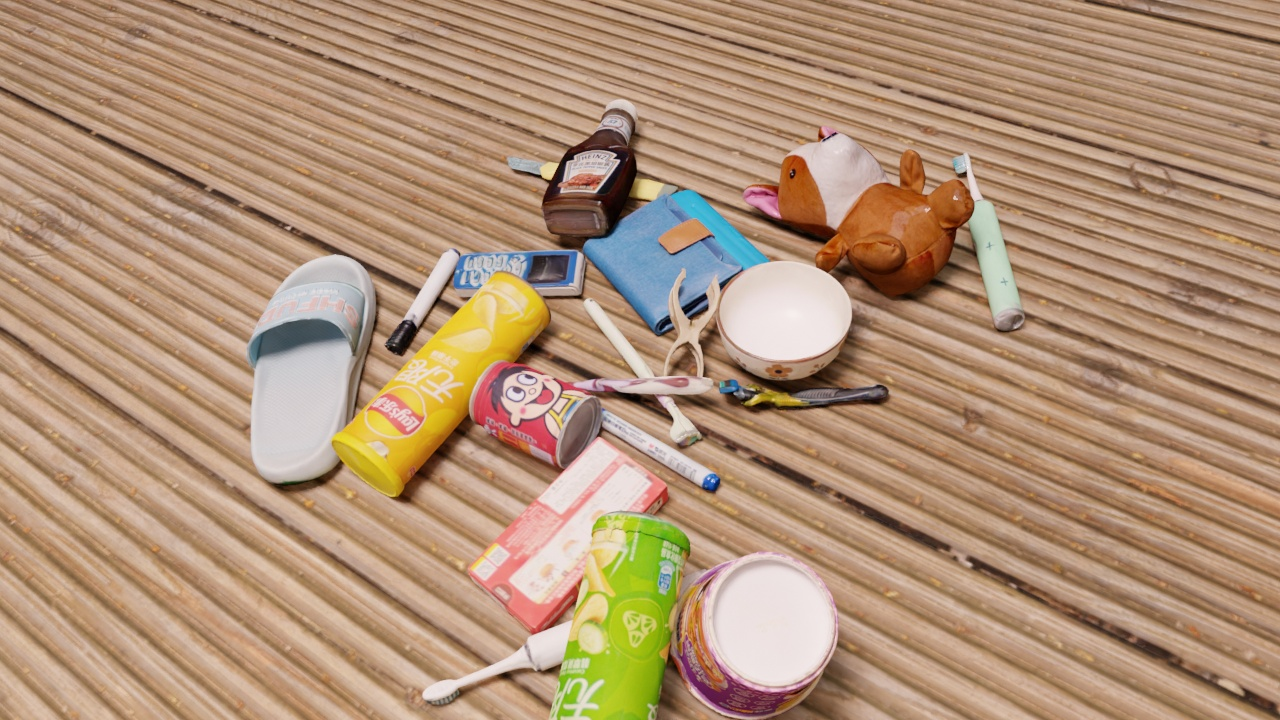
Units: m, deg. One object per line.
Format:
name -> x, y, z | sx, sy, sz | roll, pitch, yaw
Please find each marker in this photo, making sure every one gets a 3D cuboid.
marker -> -0.210, -0.059, 0.890 | 0.023, 0.018, 0.130 | 6, 53, 23
marker -> 0.003, 0.068, 0.765 | 0.146, 0.017, 0.016 | 28, 61, 26

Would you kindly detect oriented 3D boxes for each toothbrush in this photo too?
toothbrush -> -0.028, 0.019, 0.789 | 0.188, 0.017, 0.016 | 0, 57, 19
toothbrush -> -0.050, 0.202, 0.662 | 0.221, 0.026, 0.026 | -20, 42, -8
toothbrush -> -0.005, 0.005, 0.814 | 0.029, 0.020, 0.189 | -5, 43, -37
toothbrush -> 0.324, -0.120, 0.862 | 0.027, 0.026, 0.224 | -16, 49, 23

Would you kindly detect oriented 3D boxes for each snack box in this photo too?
snack box -> -0.054, 0.134, 0.716 | 0.075, 0.025, 0.152 | 33, 63, 26

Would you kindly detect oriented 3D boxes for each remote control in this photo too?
remote control -> -0.117, -0.083, 0.892 | 0.125, 0.024, 0.048 | -1, 53, 8

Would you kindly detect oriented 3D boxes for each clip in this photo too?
clip -> 0.055, -0.028, 0.807 | 0.080, 0.035, 0.104 | -4, 76, -8

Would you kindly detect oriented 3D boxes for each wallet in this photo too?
wallet -> 0.021, -0.095, 0.877 | 0.106, 0.040, 0.133 | -32, 56, -11

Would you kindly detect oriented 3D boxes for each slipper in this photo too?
slipper -> -0.304, -0.004, 0.824 | 0.104, 0.074, 0.245 | -8, 53, 2

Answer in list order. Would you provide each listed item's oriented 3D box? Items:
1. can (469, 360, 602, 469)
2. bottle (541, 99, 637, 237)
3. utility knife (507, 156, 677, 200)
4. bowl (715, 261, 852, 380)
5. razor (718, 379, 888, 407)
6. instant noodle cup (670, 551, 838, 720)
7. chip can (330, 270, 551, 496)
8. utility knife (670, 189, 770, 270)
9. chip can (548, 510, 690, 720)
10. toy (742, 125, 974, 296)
can -> -0.088, 0.043, 0.764 | 0.094, 0.067, 0.066 | 22, 58, 22
bottle -> -0.041, -0.203, 0.943 | 0.080, 0.044, 0.194 | 3, 47, 16
utility knife -> -0.056, -0.196, 0.974 | 0.195, 0.020, 0.030 | 17, 51, 12
bowl -> 0.122, -0.025, 0.793 | 0.113, 0.062, 0.113 | -3, 53, 4
razor -> 0.137, 0.029, 0.776 | 0.143, 0.022, 0.042 | 0, 9, 4
instant noodle cup -> 0.079, 0.178, 0.604 | 0.111, 0.099, 0.111 | 1, 68, -2
chip can -> -0.167, 0.016, 0.794 | 0.072, 0.072, 0.212 | 24, 58, 23
utility knife -> 0.094, -0.105, 0.884 | 0.034, 0.018, 0.206 | -33, 55, -13
chip can -> -0.019, 0.209, 0.602 | 0.073, 0.073, 0.220 | 7, 64, 12
toy -> 0.196, -0.148, 0.849 | 0.140, 0.130, 0.199 | -32, 46, -10
